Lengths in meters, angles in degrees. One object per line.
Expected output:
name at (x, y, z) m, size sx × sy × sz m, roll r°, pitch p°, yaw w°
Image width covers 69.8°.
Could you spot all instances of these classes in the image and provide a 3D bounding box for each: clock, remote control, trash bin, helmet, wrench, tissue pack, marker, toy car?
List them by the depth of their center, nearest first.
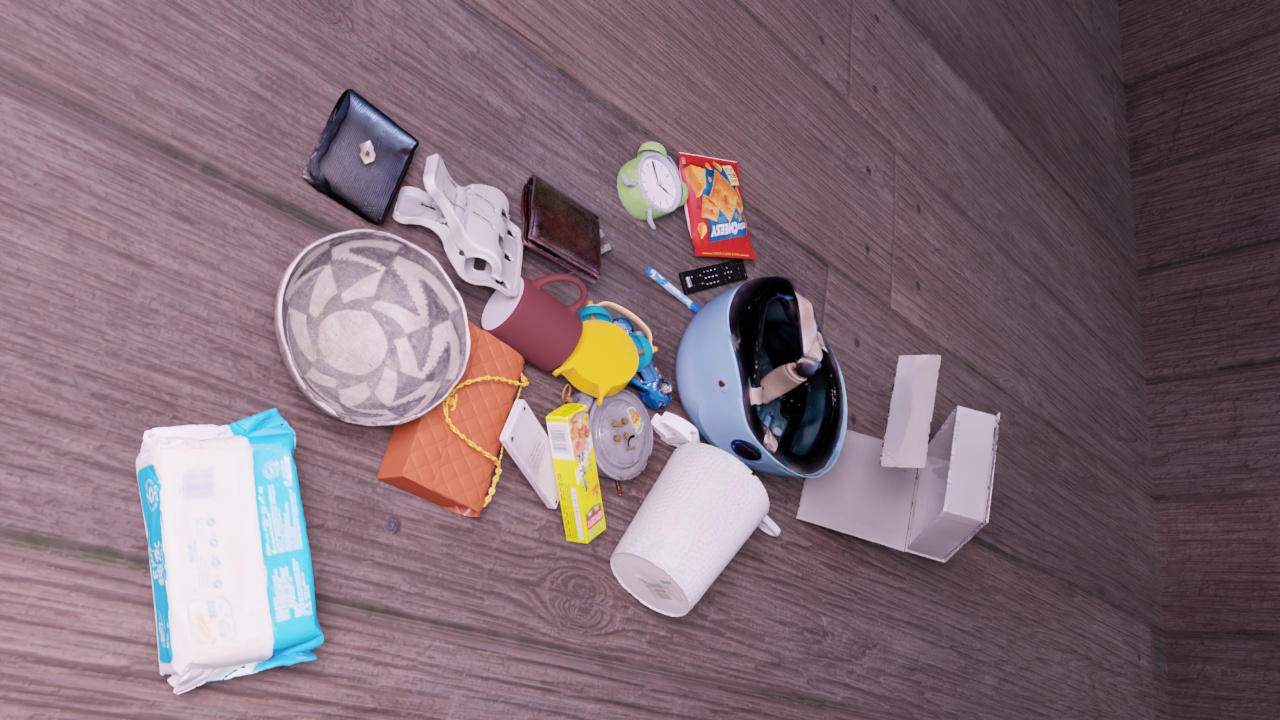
tissue pack at (-0.325, 0.145, 0.727) m, size 0.116 × 0.066 × 0.209 m, roll -3°, pitch 81°, yaw -45°
remote control at (-0.108, 0.099, 0.954) m, size 0.136 × 0.011 × 0.050 m, roll 65°, pitch 35°, yaw -47°
clock at (-0.039, -0.012, 1.023) m, size 0.099 × 0.044 × 0.129 m, roll 35°, pitch 52°, yaw -1°
clock at (-0.041, 0.076, 1.035) m, size 0.148 × 0.056 × 0.103 m, roll 46°, pitch 51°, yaw -30°
trash bin at (0.052, 0.197, 1.052) m, size 0.133 × 0.134 × 0.160 m, roll 55°, pitch 53°, yaw -20°
toy car at (-0.006, 0.006, 1.092) m, size 0.043 × 0.056 × 0.120 m, roll -35°, pitch 101°, yaw -18°
helmet at (0.150, 0.030, 1.157) m, size 0.265 × 0.167 × 0.224 m, roll 53°, pitch 51°, yaw -19°
wrench at (0.102, 0.149, 1.162) m, size 0.273 × 0.066 × 0.018 m, roll 47°, pitch 66°, yaw -32°
clock at (0.015, -0.227, 1.178) m, size 0.119 × 0.043 × 0.094 m, roll -47°, pitch 114°, yaw -40°
marker at (0.057, -0.082, 1.204) m, size 0.141 × 0.013 × 0.013 m, roll 36°, pitch 57°, yaw -33°
remote control at (0.102, -0.116, 1.259) m, size 0.139 × 0.009 × 0.030 m, roll -18°, pitch 93°, yaw -46°

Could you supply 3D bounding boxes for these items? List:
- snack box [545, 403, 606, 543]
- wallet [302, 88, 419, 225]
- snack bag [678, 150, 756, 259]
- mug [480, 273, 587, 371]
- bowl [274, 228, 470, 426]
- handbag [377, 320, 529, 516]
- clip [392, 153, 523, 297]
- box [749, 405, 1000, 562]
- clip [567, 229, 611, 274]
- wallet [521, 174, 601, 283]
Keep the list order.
snack box at (-0.068, 0.122, 0.984) m, size 0.040 × 0.029 × 0.148 m, roll -32°, pitch 119°, yaw -55°
wallet at (-0.271, -0.196, 0.894) m, size 0.089 × 0.026 × 0.114 m, roll 36°, pitch 57°, yaw -34°
snack bag at (0.104, -0.211, 1.265) m, size 0.130 × 0.039 × 0.144 m, roll -4°, pitch 82°, yaw -46°
mug at (-0.105, -0.051, 0.973) m, size 0.082 × 0.106 × 0.073 m, roll 36°, pitch 12°, yaw -33°
bowl at (-0.251, -0.024, 0.831) m, size 0.178 × 0.081 × 0.178 m, roll 11°, pitch 73°, yaw -39°
handbag at (-0.174, 0.055, 0.908) m, size 0.109 × 0.060 × 0.171 m, roll 35°, pitch 57°, yaw -39°
clip at (-0.174, -0.140, 0.932) m, size 0.144 × 0.075 × 0.124 m, roll 38°, pitch 27°, yaw -29°
box at (0.317, 0.169, 1.314) m, size 0.172 × 0.381 × 0.167 m, roll 53°, pitch 46°, yaw -44°
clip at (-0.066, -0.128, 1.086) m, size 0.076 × 0.023 × 0.045 m, roll -44°, pitch 109°, yaw -44°
wallet at (-0.089, -0.147, 1.032) m, size 0.099 × 0.031 × 0.119 m, roll 27°, pitch 35°, yaw -29°
